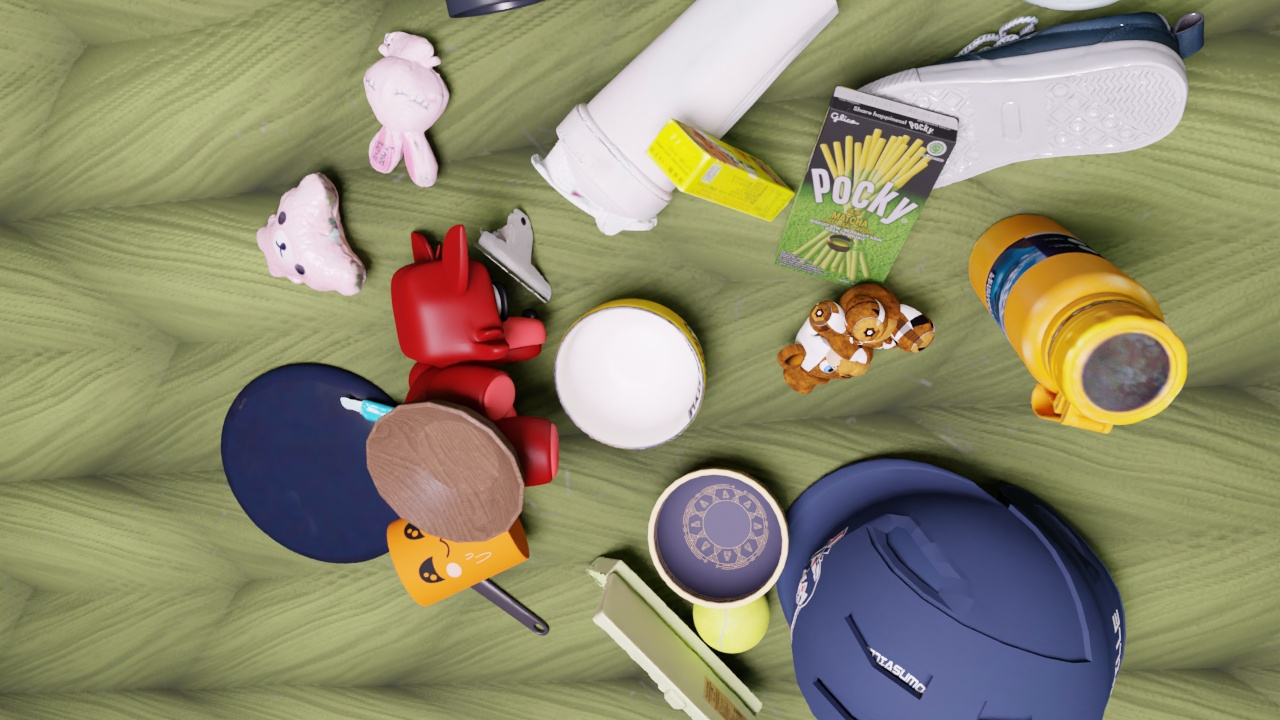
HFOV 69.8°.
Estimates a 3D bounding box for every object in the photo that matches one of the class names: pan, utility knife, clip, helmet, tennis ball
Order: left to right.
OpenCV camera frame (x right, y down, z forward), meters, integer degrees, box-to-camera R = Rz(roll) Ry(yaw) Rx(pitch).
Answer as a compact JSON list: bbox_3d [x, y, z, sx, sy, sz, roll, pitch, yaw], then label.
[{"bbox_3d":[-0.227,0.147,0.839,0.356,0.021,0.199,38,111,-5],"label":"pan"},{"bbox_3d":[-0.198,0.052,0.790,0.123,0.015,0.022,20,110,-10],"label":"utility knife"},{"bbox_3d":[-0.099,-0.089,0.715,0.040,0.101,0.054,-25,59,14],"label":"clip"},{"bbox_3d":[0.078,0.216,0.784,0.065,0.065,0.065,3,110,9],"label":"tennis ball"},{"bbox_3d":[0.211,0.202,0.700,0.272,0.222,0.233,37,117,35],"label":"helmet"}]

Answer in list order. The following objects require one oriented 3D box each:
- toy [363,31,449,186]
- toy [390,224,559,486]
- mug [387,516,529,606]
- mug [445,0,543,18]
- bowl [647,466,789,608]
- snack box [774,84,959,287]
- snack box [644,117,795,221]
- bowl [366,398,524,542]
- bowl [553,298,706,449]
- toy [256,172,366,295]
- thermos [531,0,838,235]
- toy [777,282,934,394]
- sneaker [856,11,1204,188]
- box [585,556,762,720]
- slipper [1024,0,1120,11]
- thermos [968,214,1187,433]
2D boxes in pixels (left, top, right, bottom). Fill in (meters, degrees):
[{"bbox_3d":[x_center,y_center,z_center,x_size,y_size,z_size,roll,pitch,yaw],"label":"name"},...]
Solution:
[{"bbox_3d":[-0.179,-0.189,0.695,0.063,0.047,0.110,13,115,14],"label":"toy"},{"bbox_3d":[-0.132,-0.004,0.703,0.120,0.158,0.197,-12,101,-22],"label":"toy"},{"bbox_3d":[-0.162,0.139,0.788,0.096,0.078,0.112,-25,73,-1],"label":"mug"},{"bbox_3d":[-0.091,-0.288,0.637,0.105,0.071,0.077,-15,108,-13],"label":"mug"},{"bbox_3d":[0.068,0.140,0.756,0.112,0.061,0.112,1,93,14],"label":"bowl"},{"bbox_3d":[0.151,-0.112,0.634,0.080,0.025,0.148,17,144,4],"label":"snack box"},{"bbox_3d":[0.058,-0.126,0.621,0.029,0.147,0.040,-49,68,21],"label":"snack box"},{"bbox_3d":[-0.131,0.072,0.640,0.118,0.030,0.118,8,121,13],"label":"bowl"},{"bbox_3d":[-0.004,0.004,0.721,0.117,0.067,0.117,3,110,9],"label":"bowl"},{"bbox_3d":[-0.273,-0.095,0.744,0.096,0.052,0.099,-9,105,26],"label":"toy"},{"bbox_3d":[0.033,-0.184,0.636,0.221,0.099,0.099,-42,98,17],"label":"thermos"},{"bbox_3d":[0.152,-0.013,0.685,0.087,0.067,0.113,10,137,-30],"label":"toy"},{"bbox_3d":[0.235,-0.177,0.607,0.236,0.087,0.089,-2,139,31],"label":"sneaker"},{"bbox_3d":[0.031,0.247,0.774,0.047,0.140,0.188,-43,96,2],"label":"box"},{"bbox_3d":[0.244,-0.332,0.553,0.104,0.074,0.245,-19,104,17],"label":"slipper"},{"bbox_3d":[0.267,-0.025,0.574,0.076,0.232,0.091,-15,107,14],"label":"thermos"}]
